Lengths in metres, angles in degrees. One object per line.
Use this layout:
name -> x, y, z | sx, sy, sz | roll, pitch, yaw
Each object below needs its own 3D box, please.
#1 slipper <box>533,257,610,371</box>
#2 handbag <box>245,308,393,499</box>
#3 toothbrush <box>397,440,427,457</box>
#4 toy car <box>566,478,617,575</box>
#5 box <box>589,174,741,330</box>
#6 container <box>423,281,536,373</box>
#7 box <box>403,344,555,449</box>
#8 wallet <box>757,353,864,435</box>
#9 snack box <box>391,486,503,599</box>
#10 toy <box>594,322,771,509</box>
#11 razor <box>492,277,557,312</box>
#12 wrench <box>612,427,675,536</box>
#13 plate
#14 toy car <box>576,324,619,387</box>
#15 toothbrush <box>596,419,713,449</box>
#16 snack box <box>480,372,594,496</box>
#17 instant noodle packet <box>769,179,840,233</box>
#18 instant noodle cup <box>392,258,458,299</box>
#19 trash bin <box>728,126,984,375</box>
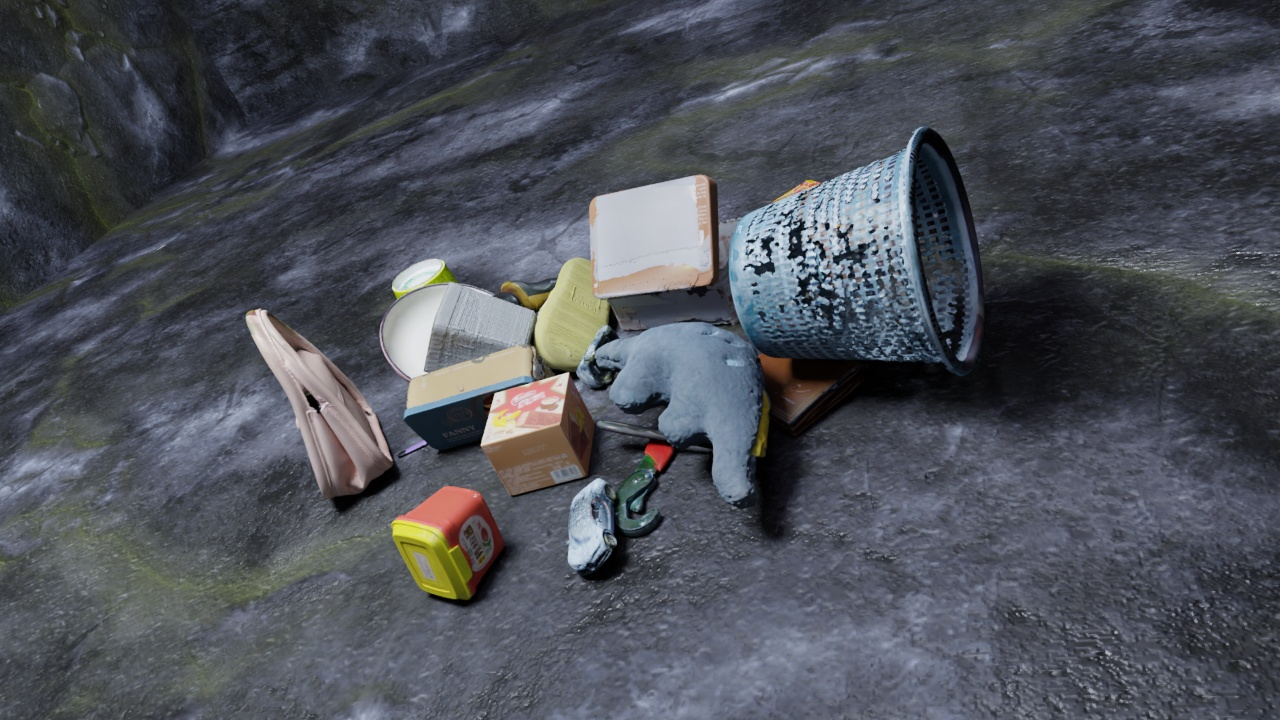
slipper -> -0.090, -0.051, 1.189 | 0.082, 0.091, 0.190 | -48, 20, 44
handbag -> -0.398, 0.036, 1.103 | 0.093, 0.234, 0.193 | -30, 32, -13
toothbrush -> -0.218, 0.074, 1.137 | 0.189, 0.017, 0.014 | -27, 32, -1
toy car -> -0.048, 0.156, 0.871 | 0.049, 0.031, 0.105 | -42, 26, 23
box -> 0.031, -0.140, 1.131 | 0.183, 0.178, 0.152 | -2, 37, 31
container -> -0.195, -0.027, 1.126 | 0.114, 0.090, 0.090 | 16, 40, -8
box -> -0.192, 0.046, 1.082 | 0.184, 0.090, 0.061 | -19, 50, 14
wallet -> 0.155, 0.021, 0.951 | 0.101, 0.032, 0.124 | -36, 33, -14
snack box -> -0.186, 0.175, 0.897 | 0.082, 0.091, 0.079 | 3, 34, 35
toy -> 0.051, 0.024, 0.931 | 0.138, 0.091, 0.356 | -45, 32, -5
razor -> -0.132, -0.082, 1.239 | 0.062, 0.067, 0.167 | -20, 0, 44
wrench -> 0.033, 0.077, 0.962 | 0.056, 0.016, 0.272 | 0, 39, 28
plate -> -0.241, -0.020, 1.198 | 0.192, 0.039, 0.192 | 9, 48, -11
toy car -> -0.048, -0.005, 1.115 | 0.034, 0.043, 0.090 | -23, 28, 36
toothbrush -> 0.033, 0.077, 0.933 | 0.181, 0.018, 0.015 | 8, 46, 28
snack box -> -0.109, 0.079, 0.996 | 0.093, 0.077, 0.094 | -16, 32, 14
instant noodle packet -> 0.213, -0.193, 1.218 | 0.128, 0.044, 0.111 | -34, 37, -15
instant noodle cup -> -0.289, -0.073, 1.299 | 0.112, 0.123, 0.111 | -17, 33, 11
trash bin -> 0.202, -0.087, 0.880 | 0.195, 0.227, 0.225 | -9, 34, 34
